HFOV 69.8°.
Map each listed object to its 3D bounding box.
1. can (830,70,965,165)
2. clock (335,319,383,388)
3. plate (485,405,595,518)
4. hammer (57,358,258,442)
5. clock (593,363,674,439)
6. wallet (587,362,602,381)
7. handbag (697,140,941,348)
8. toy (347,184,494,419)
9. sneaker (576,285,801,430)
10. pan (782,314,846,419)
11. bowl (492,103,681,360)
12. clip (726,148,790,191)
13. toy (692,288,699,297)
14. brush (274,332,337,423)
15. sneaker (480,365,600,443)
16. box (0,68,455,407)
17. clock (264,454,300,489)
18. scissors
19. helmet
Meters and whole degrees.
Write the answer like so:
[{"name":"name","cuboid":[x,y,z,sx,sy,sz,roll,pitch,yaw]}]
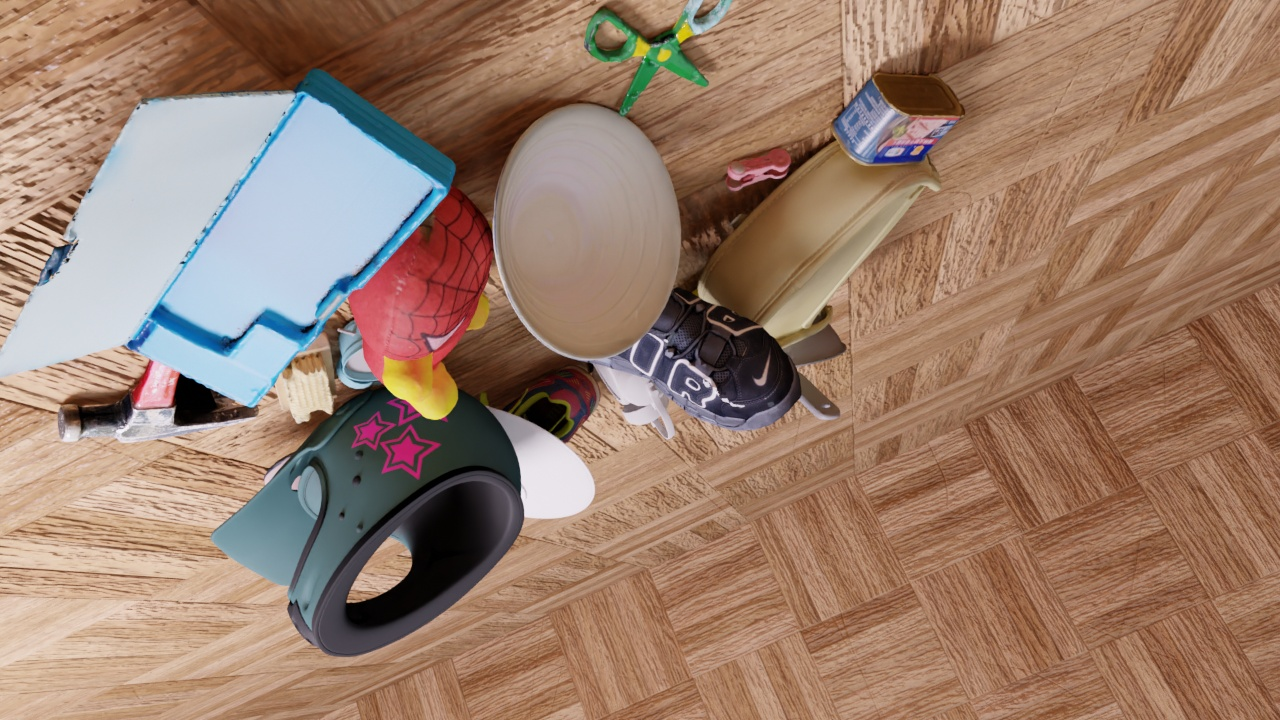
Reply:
[{"name":"can","cuboid":[0.216,-0.202,0.766,0.099,0.054,0.059,-10,154,-34]},{"name":"clock","cuboid":[-0.222,-0.003,0.800,0.087,0.042,0.123,-18,160,-15]},{"name":"plate","cuboid":[-0.164,0.125,1.004,0.229,0.030,0.230,12,144,9]},{"name":"hammer","cuboid":[-0.313,-0.029,0.648,0.140,0.036,0.327,-4,152,-40]},{"name":"clock","cuboid":[-0.006,0.006,0.901,0.061,0.159,0.120,-30,161,-9]},{"name":"wallet","cuboid":[-0.012,-0.017,1.025,0.098,0.027,0.121,-22,161,-11]},{"name":"handbag","cuboid":[0.169,-0.112,0.861,0.190,0.088,0.233,-3,137,-54]},{"name":"toy","cuboid":[-0.156,-0.048,0.651,0.099,0.147,0.217,10,156,-4]},{"name":"sneaker","cuboid":[0.015,-0.040,0.760,0.097,0.253,0.151,-57,150,-17]},{"name":"pan","cuboid":[0.137,-0.004,0.946,0.200,0.051,0.356,-7,-170,-6]},{"name":"bowl","cuboid":[-0.050,-0.090,0.658,0.058,0.176,0.176,6,-174,44]},{"name":"clip","cuboid":[0.099,-0.161,0.789,0.060,0.023,0.044,-11,162,-26]},{"name":"toy","cuboid":[0.084,-0.066,0.979,0.095,0.041,0.094,-22,168,-12]},{"name":"brush","cuboid":[-0.287,0.017,0.784,0.049,0.039,0.117,-14,157,-21]},{"name":"sneaker","cuboid":[-0.154,0.090,1.046,0.242,0.116,0.090,-38,-172,26]},{"name":"box","cuboid":[-0.239,-0.064,0.514,0.170,0.070,0.244,9,143,-47]},{"name":"clock","cuboid":[-0.329,0.130,0.998,0.158,0.058,0.116,-31,159,17]},{"name":"scissors","cuboid":[0.018,-0.206,0.596,0.130,0.011,0.125,-34,157,26]},{"name":"helmet","cuboid":[-0.249,0.135,0.860,0.274,0.200,0.176,-41,136,-10]}]
